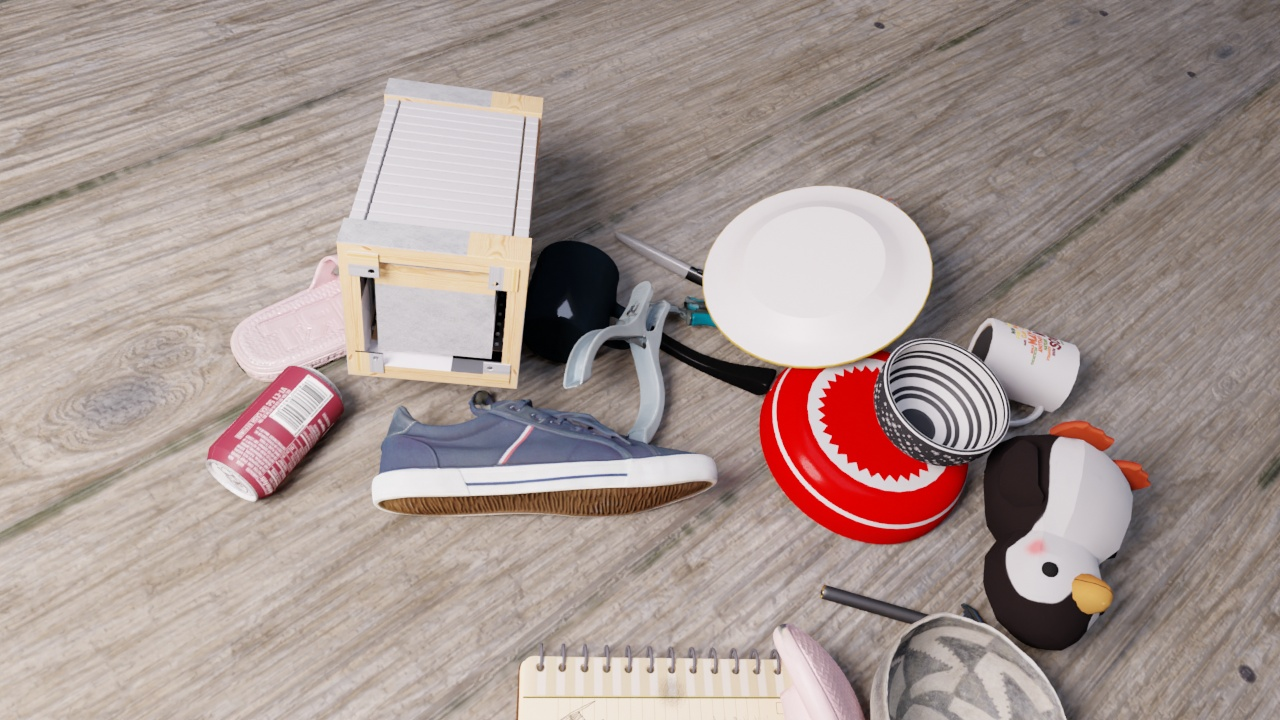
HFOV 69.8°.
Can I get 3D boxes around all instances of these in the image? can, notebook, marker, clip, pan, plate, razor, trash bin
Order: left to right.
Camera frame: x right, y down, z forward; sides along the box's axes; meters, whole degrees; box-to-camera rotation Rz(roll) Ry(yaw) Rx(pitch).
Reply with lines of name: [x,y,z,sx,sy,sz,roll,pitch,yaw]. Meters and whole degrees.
can: [-0.313,0.061,0.792,0.063,0.063,0.113,27,55,9]
trash bin: [-0.169,-0.118,0.820,0.142,0.143,0.246,5,45,-8]
clip: [0.003,0.019,0.885,0.173,0.030,0.159,-51,121,-43]
notebook: [0.016,0.305,0.709,0.225,0.024,0.167,4,56,-8]
marker: [0.032,-0.109,1.002,0.138,0.022,0.016,28,61,8]
pan: [0.157,0.039,0.904,0.356,0.067,0.208,30,55,6]
plate: [0.175,-0.095,0.927,0.230,0.021,0.229,-7,57,11]
razor: [0.230,0.222,0.812,0.144,0.022,0.042,11,12,2]

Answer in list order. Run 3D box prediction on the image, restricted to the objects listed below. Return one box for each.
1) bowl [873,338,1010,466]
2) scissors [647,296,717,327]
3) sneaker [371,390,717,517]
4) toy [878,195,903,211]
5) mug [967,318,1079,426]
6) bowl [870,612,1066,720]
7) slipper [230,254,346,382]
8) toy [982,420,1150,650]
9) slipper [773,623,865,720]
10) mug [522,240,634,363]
bowl: [0.266,0.047,0.842,0.120,0.067,0.120,7,56,-10]
scissors: [0.081,-0.049,0.962,0.149,0.019,0.122,27,35,28]
sneaker: [-0.080,0.071,0.806,0.294,0.121,0.127,2,68,-6]
toy: [0.215,-0.110,0.995,0.163,0.093,0.172,0,57,-10]
mug: [0.391,0.018,0.957,0.089,0.073,0.105,19,80,2]
bowl: [0.245,0.296,0.718,0.178,0.081,0.178,16,49,-20]
slipper: [-0.276,-0.060,0.884,0.238,0.065,0.094,-27,64,-24]
toy: [0.359,0.167,0.827,0.159,0.140,0.183,36,60,-25]
slipper: [0.151,0.308,0.694,0.056,0.106,0.221,-26,69,16]
mug: [-0.055,-0.048,0.910,0.121,0.085,0.094,25,54,-16]
